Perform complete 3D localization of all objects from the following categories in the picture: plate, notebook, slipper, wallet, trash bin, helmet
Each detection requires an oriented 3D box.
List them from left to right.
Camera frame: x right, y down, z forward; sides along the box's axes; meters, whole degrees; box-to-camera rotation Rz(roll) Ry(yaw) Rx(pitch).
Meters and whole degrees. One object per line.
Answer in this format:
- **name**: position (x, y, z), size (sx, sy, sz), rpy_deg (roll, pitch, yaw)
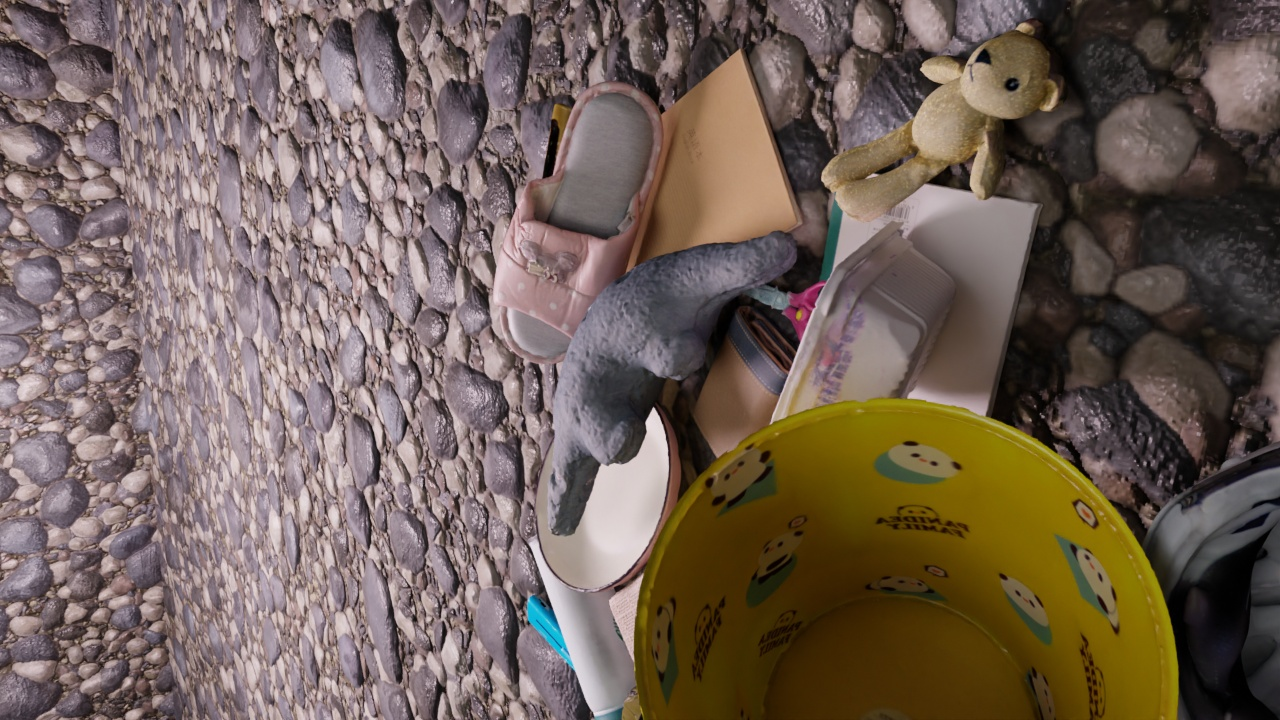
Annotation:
- **slipper**: position (-0.058, -0.110, 0.807), size (0.114, 0.054, 0.275), rpy_deg (27, 116, 3)
- **plate**: position (-0.027, 0.119, 0.850), size (0.193, 0.039, 0.192), rpy_deg (-24, 57, 42)
- **notebook**: position (0.038, -0.139, 0.777), size (0.212, 0.012, 0.149), rpy_deg (-28, 76, 48)
- **wallet**: position (0.083, 0.026, 0.735), size (0.090, 0.033, 0.115), rpy_deg (59, 138, 44)
- **trash bin**: position (0.138, 0.180, 0.506), size (0.229, 0.229, 0.255), rpy_deg (46, 170, 33)
- **notebook**: position (0.181, -0.018, 0.636), size (0.150, 0.012, 0.209), rpy_deg (25, 116, 44)
- **helmet**: position (0.352, 0.122, 0.369), size (0.259, 0.145, 0.229), rpy_deg (-9, 92, 42)

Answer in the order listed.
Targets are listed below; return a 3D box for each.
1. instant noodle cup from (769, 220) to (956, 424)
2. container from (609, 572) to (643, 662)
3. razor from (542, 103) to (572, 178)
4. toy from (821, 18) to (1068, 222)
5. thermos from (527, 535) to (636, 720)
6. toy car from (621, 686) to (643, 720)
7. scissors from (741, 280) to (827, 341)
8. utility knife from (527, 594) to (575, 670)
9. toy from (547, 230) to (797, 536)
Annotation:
- **instant noodle cup**: position (0.141, -0.002, 0.564), size (0.060, 0.173, 0.138), rpy_deg (26, 119, 20)
- **container**: position (0.040, 0.216, 0.794), size (0.111, 0.089, 0.090), rpy_deg (-45, 65, 48)
- **razor**: position (-0.079, -0.157, 0.871), size (0.062, 0.067, 0.167), rpy_deg (25, 111, 60)
- **toy**: position (0.182, -0.143, 0.567), size (0.158, 0.066, 0.105), rpy_deg (-33, 56, 39)
- **thermos**: position (-0.041, 0.272, 0.916), size (0.073, 0.073, 0.224), rpy_deg (-36, 72, 47)
- **toy car**: position (0.053, 0.324, 0.807), size (0.158, 0.042, 0.070), rpy_deg (-7, 92, 26)
- **scissors**: position (0.110, -0.049, 0.700), size (0.135, 0.017, 0.064), rpy_deg (40, 127, 50)
- **utility knife**: position (-0.060, 0.327, 0.985), size (0.203, 0.018, 0.034), rpy_deg (37, 123, 37)
- **toy**: position (-0.005, 0.004, 0.768), size (0.357, 0.091, 0.137), rpy_deg (-55, 46, 29)
